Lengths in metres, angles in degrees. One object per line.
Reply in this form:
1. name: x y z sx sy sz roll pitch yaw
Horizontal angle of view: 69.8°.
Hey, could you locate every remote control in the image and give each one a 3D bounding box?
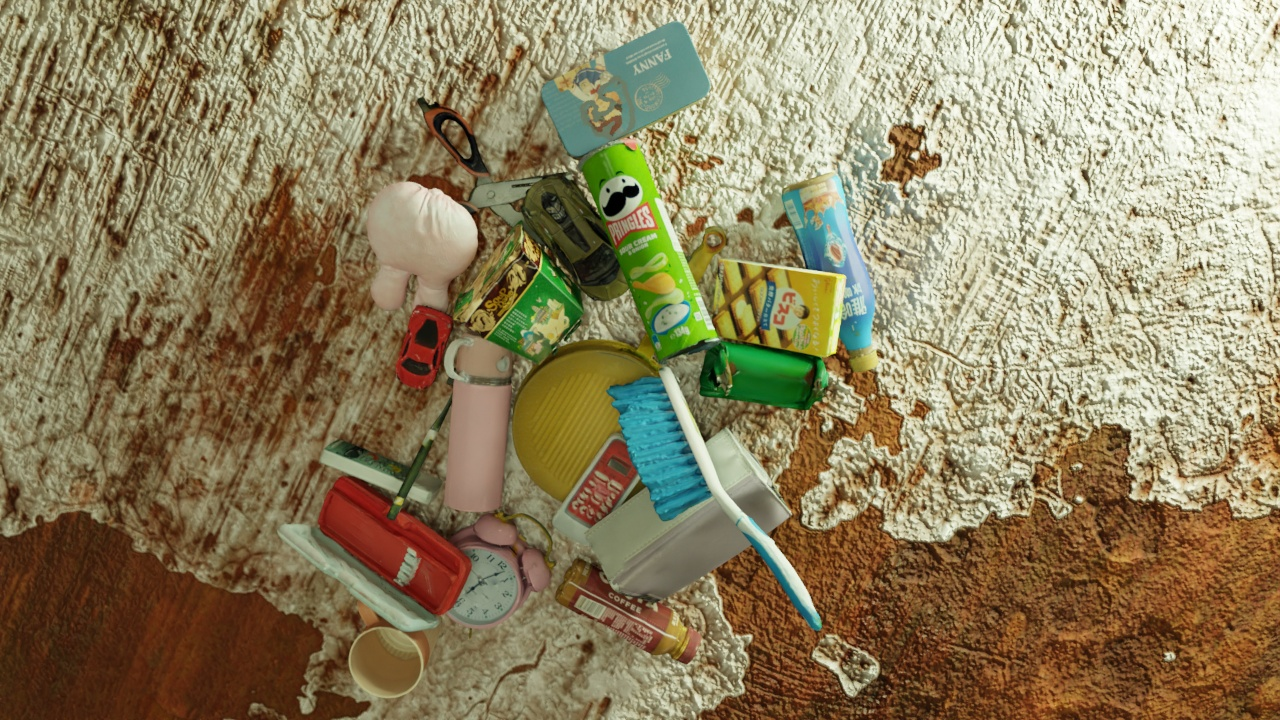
1. remote control: -0.044 0.145 1.024 0.056 0.020 0.136 33 104 -8
2. remote control: -0.295 0.127 1.052 0.135 0.056 0.019 22 98 -2

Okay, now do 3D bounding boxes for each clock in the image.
1. clock: -0.170 0.241 1.066 0.158 0.059 0.117 -42 94 6

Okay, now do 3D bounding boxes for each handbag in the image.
1. handbag: 0.057 0.179 1.019 0.197 0.098 0.145 -36 141 4
2. handbag: 0.132 0.020 0.997 0.131 0.120 0.068 9 95 -1

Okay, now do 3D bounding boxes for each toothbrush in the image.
1. toothbrush: -0.242 0.092 1.032 0.017 0.012 0.185 22 75 4

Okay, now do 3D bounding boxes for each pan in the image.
1. pan: -0.006 0.006 1.035 0.197 0.078 0.358 31 105 -7

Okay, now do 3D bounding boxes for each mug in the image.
1. mug: -0.286 0.311 1.055 0.082 0.106 0.114 -27 97 4

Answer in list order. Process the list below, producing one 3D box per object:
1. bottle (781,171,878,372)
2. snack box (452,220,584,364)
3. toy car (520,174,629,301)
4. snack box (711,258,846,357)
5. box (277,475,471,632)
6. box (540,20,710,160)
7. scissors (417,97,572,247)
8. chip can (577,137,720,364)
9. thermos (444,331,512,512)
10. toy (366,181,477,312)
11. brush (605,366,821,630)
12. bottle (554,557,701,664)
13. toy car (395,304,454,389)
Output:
1. bottle: 0.216 -0.093 1.005 0.065 0.065 0.219 -19 98 4
2. snack box: -0.126 -0.066 0.997 0.105 0.117 0.118 38 104 -20
3. toy car: -0.066 -0.133 1.012 0.070 0.042 0.158 -38 107 7
4. snack box: 0.147 -0.059 0.995 0.141 0.033 0.087 12 104 28
5. box: -0.297 0.215 1.011 0.201 0.101 0.095 30 101 19
6. box: -0.011 -0.288 0.981 0.184 0.061 0.090 -27 98 6
7. scissors: -0.187 -0.187 1.021 0.189 0.015 0.222 -44 99 8
8. chip can: 0.009 -0.115 0.973 0.072 0.072 0.236 -23 83 4
9. thermos: -0.187 0.068 1.028 0.067 0.087 0.199 14 103 35
10. toy: -0.245 -0.118 1.005 0.121 0.054 0.160 19 120 -7
11. brush: 0.066 0.138 0.918 0.109 0.060 0.314 -25 65 5
12. bottle: -0.013 0.297 1.073 0.175 0.057 0.057 30 98 -4
13. toy car: -0.245 -0.011 1.032 0.049 0.031 0.106 21 119 -8
